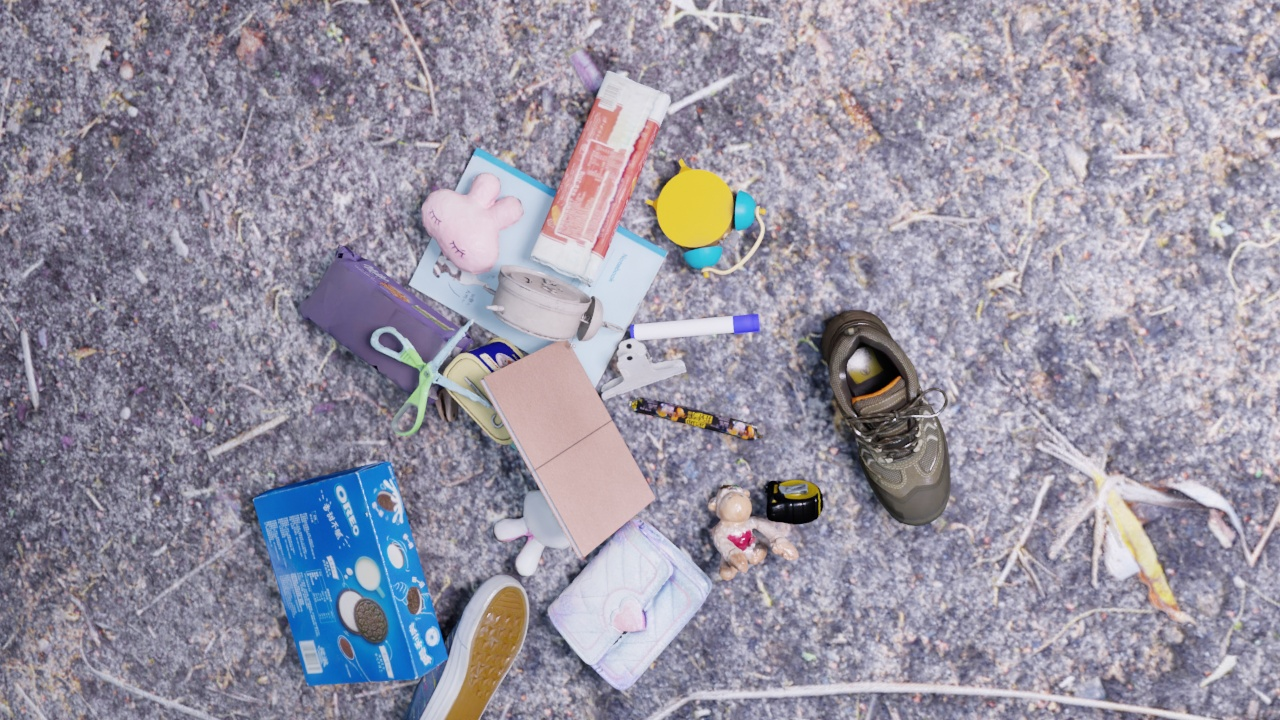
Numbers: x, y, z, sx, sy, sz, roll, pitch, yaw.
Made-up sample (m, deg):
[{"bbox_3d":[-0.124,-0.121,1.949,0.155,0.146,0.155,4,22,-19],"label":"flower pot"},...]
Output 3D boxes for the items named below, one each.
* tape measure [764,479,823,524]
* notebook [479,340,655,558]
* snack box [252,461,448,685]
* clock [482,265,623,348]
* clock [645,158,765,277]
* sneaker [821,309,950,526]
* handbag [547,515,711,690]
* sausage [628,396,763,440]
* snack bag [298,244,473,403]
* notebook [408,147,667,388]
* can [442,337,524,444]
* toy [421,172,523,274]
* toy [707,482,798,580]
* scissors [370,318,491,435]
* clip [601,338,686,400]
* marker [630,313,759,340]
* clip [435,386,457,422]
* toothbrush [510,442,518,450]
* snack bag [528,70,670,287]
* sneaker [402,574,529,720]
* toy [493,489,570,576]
[{"bbox_3d":[0.165,0.150,0.986,0.061,0.061,0.034,-2,108,7],"label":"tape measure"},{"bbox_3d":[-0.073,0.088,0.986,0.008,0.141,0.209,-28,92,38],"label":"notebook"},{"bbox_3d":[-0.336,0.247,1.050,0.196,0.056,0.239,-16,90,33],"label":"snack box"},{"bbox_3d":[-0.092,-0.051,1.000,0.156,0.103,0.061,17,105,-18],"label":"clock"},{"bbox_3d":[0.071,-0.154,0.996,0.129,0.043,0.099,43,99,12],"label":"clock"},{"bbox_3d":[0.257,0.059,0.923,0.101,0.142,0.238,-24,89,10],"label":"sneaker"},{"bbox_3d":[-0.014,0.270,1.024,0.126,0.069,0.159,41,102,7],"label":"handbag"},{"bbox_3d":[0.061,0.064,1.021,0.155,0.020,0.020,14,95,9],"label":"sausage"},{"bbox_3d":[-0.296,-0.042,1.051,0.205,0.058,0.096,34,99,13],"label":"snack bag"},{"bbox_3d":[-0.120,-0.105,1.048,0.253,0.009,0.181,29,98,7],"label":"notebook"},{"bbox_3d":[-0.153,0.034,1.016,0.116,0.092,0.057,46,109,5],"label":"can"},{"bbox_3d":[-0.186,-0.158,1.027,0.105,0.053,0.108,-42,84,-5],"label":"toy"},{"bbox_3d":[0.113,0.180,1.000,0.085,0.074,0.106,-11,68,-20],"label":"toy"},{"bbox_3d":[-0.230,0.011,0.982,0.172,0.023,0.172,48,113,19],"label":"scissors"},{"bbox_3d":[-0.005,0.009,1.016,0.102,0.045,0.055,-20,123,10],"label":"clip"},{"bbox_3d":[0.060,-0.036,1.016,0.142,0.020,0.020,-5,92,10],"label":"marker"},{"bbox_3d":[-0.231,0.041,1.070,0.052,0.026,0.059,28,98,10],"label":"clip"},{"bbox_3d":[-0.178,0.050,1.066,0.022,0.017,0.135,-39,84,10],"label":"toothbrush"},{"bbox_3d":[-0.044,-0.198,1.007,0.077,0.041,0.225,23,94,8],"label":"snack bag"},{"bbox_3d":[-0.206,0.348,1.068,0.079,0.087,0.235,28,95,42],"label":"sneaker"},{"bbox_3d":[-0.109,0.187,1.050,0.123,0.038,0.079,-38,74,10],"label":"toy"}]
